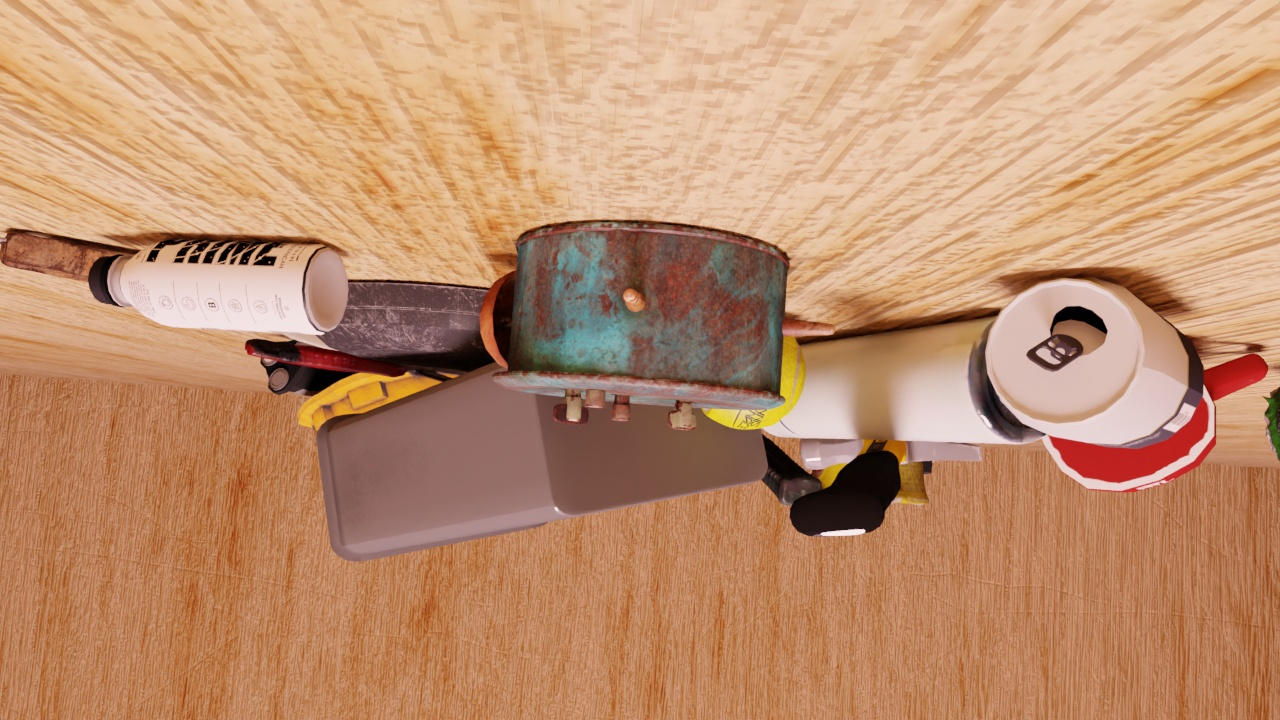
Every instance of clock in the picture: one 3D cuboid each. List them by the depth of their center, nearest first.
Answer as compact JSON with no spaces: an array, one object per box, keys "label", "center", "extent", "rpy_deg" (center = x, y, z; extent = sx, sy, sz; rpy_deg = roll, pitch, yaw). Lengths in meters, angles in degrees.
[{"label":"clock","center":[-0.008,-0.008,0.398],"extent":[0.121,0.073,0.158],"rpy_deg":[7,174,-30]}]

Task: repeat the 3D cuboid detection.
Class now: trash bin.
[{"label":"trash bin","center":[-0.065,0.058,0.588],"extent":[0.220,0.097,0.191],"rpy_deg":[-18,169,42]}]

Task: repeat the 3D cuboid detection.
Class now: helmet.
[{"label":"helmet","center":[-0.208,0.084,0.873],"extent":[0.204,0.131,0.256],"rpy_deg":[-6,169,-39]}]

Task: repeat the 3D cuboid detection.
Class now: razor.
[{"label":"razor","center":[-0.279,0.008,0.883],"extent":[0.156,0.057,0.060],"rpy_deg":[9,131,-47]}]

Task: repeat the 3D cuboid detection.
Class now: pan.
[{"label":"pan","center":[-0.174,-0.025,0.544],"extent":[0.356,0.040,0.208],"rpy_deg":[7,174,-40]}]

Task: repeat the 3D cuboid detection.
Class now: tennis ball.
[{"label":"tennis ball","center":[0.060,0.006,0.519],"extent":[0.065,0.065,0.065],"rpy_deg":[4,175,0]}]

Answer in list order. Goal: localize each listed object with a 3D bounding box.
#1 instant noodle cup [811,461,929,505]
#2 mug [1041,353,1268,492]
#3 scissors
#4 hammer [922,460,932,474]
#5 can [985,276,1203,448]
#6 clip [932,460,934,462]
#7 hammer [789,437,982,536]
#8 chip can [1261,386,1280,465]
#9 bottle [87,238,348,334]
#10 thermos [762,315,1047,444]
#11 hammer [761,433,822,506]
[{"label":"instant noodle cup","center":[0.186,0.059,0.745],"extent":[0.102,0.108,0.102],"rpy_deg":[4,175,0]},{"label":"mug","center":[0.294,0.026,0.524],"extent":[0.117,0.080,0.096],"rpy_deg":[-31,158,25]},{"label":"scissors","center":[-0.208,-0.005,0.682],"extent":[0.179,0.015,0.198],"rpy_deg":[19,-173,41]},{"label":"hammer","center":[0.165,0.055,0.834],"extent":[0.095,0.015,0.324],"rpy_deg":[-3,157,38]},{"label":"can","center":[0.193,0.003,0.390],"extent":[0.064,0.064,0.127],"rpy_deg":[0,173,40]},{"label":"clip","center":[0.236,0.050,0.933],"extent":[0.127,0.109,0.151],"rpy_deg":[1,142,19]},{"label":"hammer","center":[0.138,0.064,0.541],"extent":[0.127,0.029,0.323],"rpy_deg":[-8,178,18]},{"label":"chip can","center":[0.390,0.027,0.459],"extent":[0.075,0.075,0.223],"rpy_deg":[3,174,17]},{"label":"bottle","center":[-0.197,-0.035,0.422],"extent":[0.116,0.041,0.041],"rpy_deg":[3,175,10]},{"label":"thermos","center":[0.146,0.016,0.555],"extent":[0.068,0.068,0.230],"rpy_deg":[6,174,-21]},{"label":"hammer","center":[0.084,0.063,0.838],"extent":[0.130,0.032,0.319],"rpy_deg":[10,-169,-16]}]
